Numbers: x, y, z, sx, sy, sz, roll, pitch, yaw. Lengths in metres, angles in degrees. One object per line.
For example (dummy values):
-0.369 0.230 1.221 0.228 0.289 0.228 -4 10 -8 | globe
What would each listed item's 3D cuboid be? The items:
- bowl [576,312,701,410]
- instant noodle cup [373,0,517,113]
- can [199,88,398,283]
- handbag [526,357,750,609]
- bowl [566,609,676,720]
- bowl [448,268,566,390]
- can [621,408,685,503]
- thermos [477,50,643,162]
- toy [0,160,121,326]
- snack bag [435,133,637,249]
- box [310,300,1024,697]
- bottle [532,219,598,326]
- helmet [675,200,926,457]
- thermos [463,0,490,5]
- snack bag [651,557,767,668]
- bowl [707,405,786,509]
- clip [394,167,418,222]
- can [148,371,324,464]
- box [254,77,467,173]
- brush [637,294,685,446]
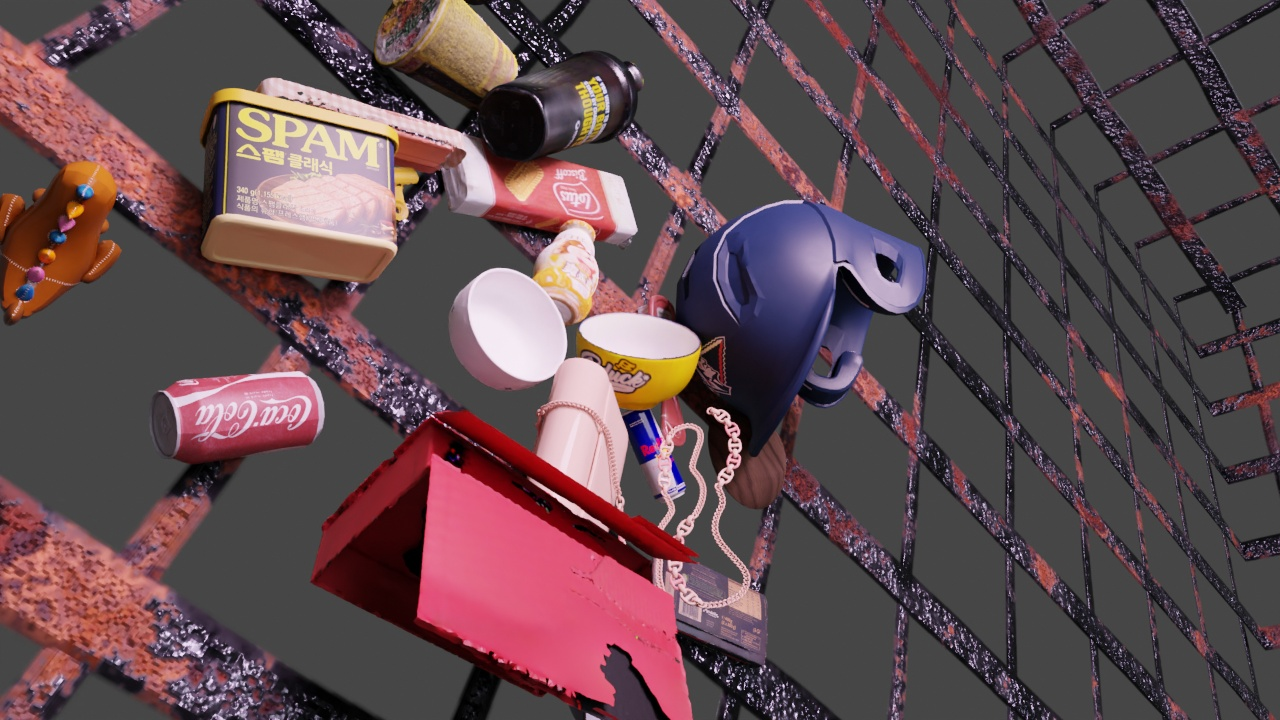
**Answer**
-0.005 0.005 0.872 0.117 0.117 0.068 -23 128 -51 | bowl
-0.176 -0.291 0.862 0.108 0.102 0.102 29 49 -46 | instant noodle cup
-0.251 -0.124 0.681 0.135 0.075 0.104 7 66 -33 | can
0.001 0.083 0.753 0.117 0.187 0.198 82 15 -49 | handbag
-0.023 0.242 0.732 0.114 0.045 0.114 -27 126 -45 | bowl
-0.120 -0.022 0.793 0.104 0.054 0.104 23 55 -38 | bowl
0.012 0.090 0.885 0.032 0.032 0.095 -19 83 -50 | can
-0.077 -0.252 0.913 0.098 0.098 0.220 55 32 -8 | thermos
-0.345 -0.070 0.540 0.070 0.090 0.102 30 28 -33 | toy
-0.096 -0.166 0.914 0.224 0.041 0.077 3 64 -45 | snack bag
-0.014 0.098 0.559 0.211 0.411 0.107 38 46 -27 | box
-0.071 -0.085 0.875 0.063 0.063 0.108 36 45 -28 | bottle
0.141 -0.034 0.930 0.223 0.233 0.271 16 62 0 | helmet
-0.218 -0.447 0.853 0.226 0.173 0.172 19 55 -47 | thermos
0.067 0.235 0.872 0.155 0.018 0.074 33 48 -31 | snack bag
0.126 0.100 1.003 0.119 0.032 0.119 25 52 -36 | bowl
-0.213 -0.144 0.783 0.048 0.045 0.054 47 33 22 | clip
-0.263 0.037 0.602 0.096 0.054 0.054 -6 73 -49 | can
-0.233 -0.194 0.760 0.186 0.079 0.054 6 104 -47 | box
0.021 0.012 0.942 0.041 0.030 0.172 21 53 -39 | brush
